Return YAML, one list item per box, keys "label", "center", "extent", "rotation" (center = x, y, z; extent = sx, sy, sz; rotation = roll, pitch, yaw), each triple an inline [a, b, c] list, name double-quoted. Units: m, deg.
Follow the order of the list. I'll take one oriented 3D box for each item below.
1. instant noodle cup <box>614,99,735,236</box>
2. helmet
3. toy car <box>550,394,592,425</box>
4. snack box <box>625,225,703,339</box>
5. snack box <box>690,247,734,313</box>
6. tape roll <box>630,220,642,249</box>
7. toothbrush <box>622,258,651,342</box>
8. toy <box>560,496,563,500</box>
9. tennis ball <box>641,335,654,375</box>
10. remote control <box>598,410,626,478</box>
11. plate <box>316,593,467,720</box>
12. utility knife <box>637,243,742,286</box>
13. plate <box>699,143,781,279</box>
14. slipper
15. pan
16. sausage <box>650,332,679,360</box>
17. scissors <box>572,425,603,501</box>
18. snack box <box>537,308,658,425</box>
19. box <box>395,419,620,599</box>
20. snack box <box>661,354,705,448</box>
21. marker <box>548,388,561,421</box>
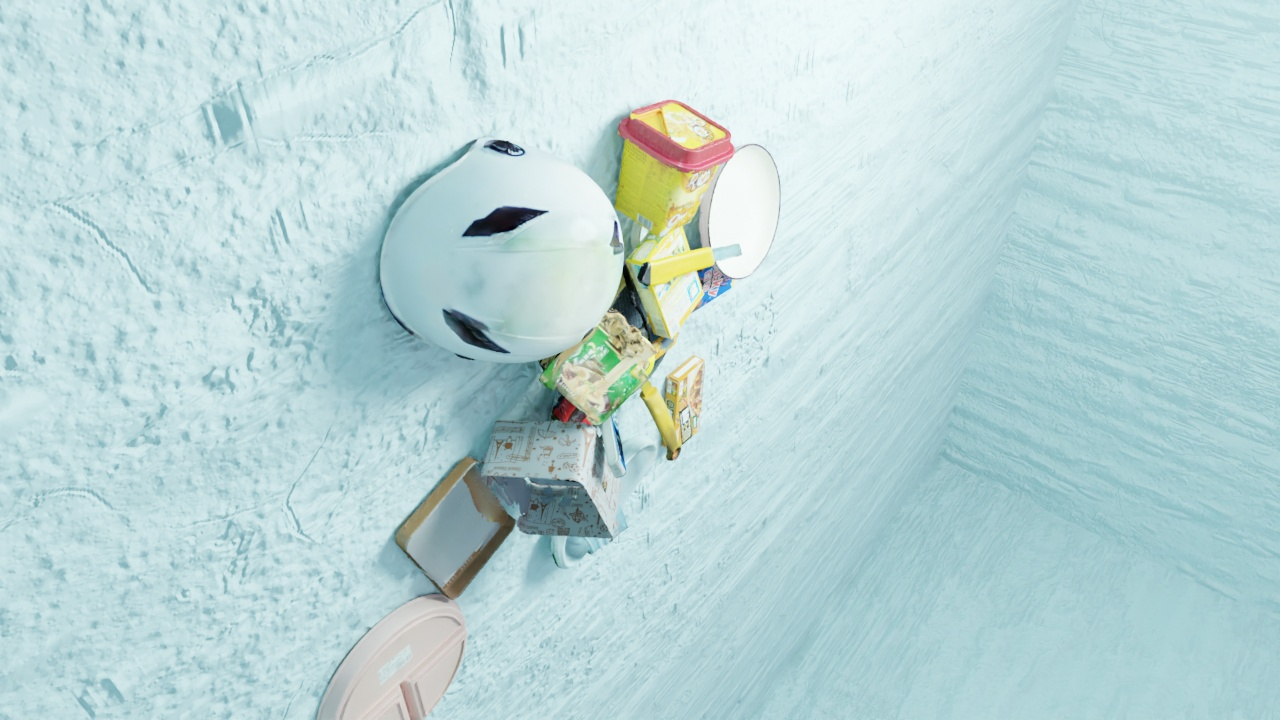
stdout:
- label: "instant noodle cup"
  center: [0.032, -0.224, 1.081]
  extent: [0.115, 0.116, 0.124]
  rotation: [-33, 152, -44]
- label: "helmet"
  center: [-0.110, -0.090, 0.905]
  extent: [0.258, 0.146, 0.229]
  rotation: [-11, 123, -56]
- label: "toy car"
  center: [-0.086, 0.079, 1.182]
  extent: [0.049, 0.031, 0.106]
  rotation: [-50, 148, -28]
- label: "snack box"
  center: [0.033, -0.104, 1.169]
  extent: [0.086, 0.034, 0.140]
  rotation: [-54, 146, -26]
- label: "snack box"
  center: [0.093, -0.124, 1.350]
  extent: [0.156, 0.026, 0.085]
  rotation: [-33, 140, -43]
- label: "tape roll"
  center: [0.018, -0.175, 1.192]
  extent: [0.085, 0.014, 0.086]
  rotation: [-39, 144, -37]
- label: "toothbrush"
  center: [-0.013, -0.085, 1.131]
  extent: [0.016, 0.014, 0.189]
  rotation: [-39, 139, -19]
- label: "toy"
  center: [-0.101, 0.167, 1.271]
  extent: [0.091, 0.030, 0.096]
  rotation: [-61, 150, -10]
- label: "tennis ball"
  center: [-0.015, -0.003, 1.132]
  extent: [0.065, 0.065, 0.066]
  rotation: [-40, 145, -37]
- label: "remote control"
  center: [-0.039, 0.075, 1.098]
  extent: [0.024, 0.124, 0.049]
  rotation: [-14, 153, 3]
- label: "plate"
  center: [-0.298, 0.397, 1.139]
  extent: [0.228, 0.028, 0.230]
  rotation: [-39, 144, -37]
- label: "utility knife"
  center: [0.067, -0.124, 1.161]
  extent: [0.222, 0.015, 0.033]
  rotation: [-20, 121, -48]
- label: "plate"
  center: [0.136, -0.212, 1.305]
  extent: [0.191, 0.039, 0.193]
  rotation: [-23, 120, -48]
- label: "slipper"
  center: [-0.043, 0.215, 1.365]
  extent: [0.244, 0.074, 0.104]
  rotation: [-49, 150, -27]
- label: "pan"
  center: [0.007, 0.018, 1.271]
  extent: [0.197, 0.078, 0.358]
  rotation: [-46, 148, -28]
- label: "sausage"
  center: [-0.007, 0.007, 1.185]
  extent: [0.164, 0.021, 0.021]
  rotation: [-38, 144, -28]
- label: "scissors"
  center: [-0.077, 0.147, 1.257]
  extent: [0.163, 0.014, 0.164]
  rotation: [-49, 131, -31]
- label: "snack box"
  center: [-0.065, -0.013, 1.062]
  extent: [0.117, 0.105, 0.118]
  rotation: [-45, 131, -1]
- label: "box"
  center: [-0.157, 0.173, 1.118]
  extent: [0.269, 0.136, 0.180]
  rotation: [-25, 145, -5]
- label: "snack box"
  center: [0.069, 0.070, 1.479]
  extent: [0.075, 0.026, 0.154]
  rotation: [-37, 143, -39]
- label: "marker"
  center: [-0.111, 0.077, 1.189]
  extent: [0.017, 0.017, 0.145]
  rotation: [-15, 126, -55]
